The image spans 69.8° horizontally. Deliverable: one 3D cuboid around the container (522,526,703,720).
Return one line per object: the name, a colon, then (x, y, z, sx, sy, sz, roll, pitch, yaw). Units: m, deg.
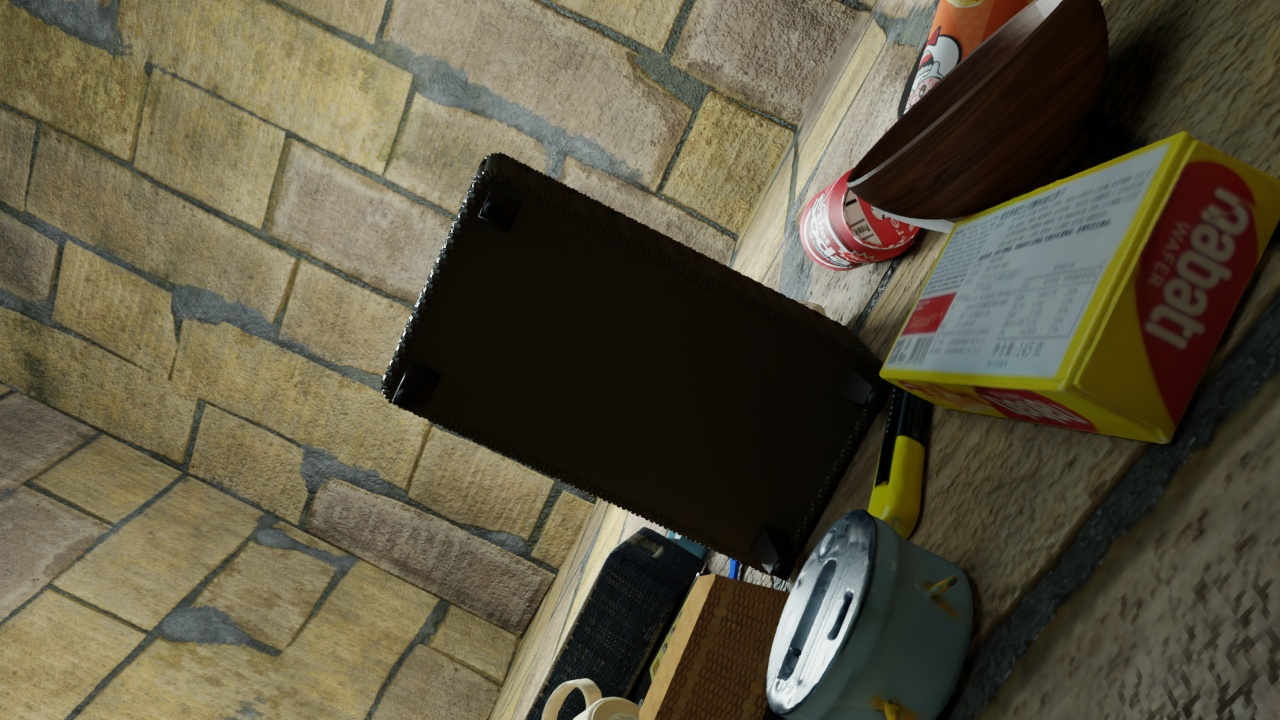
container: (-0.021, 0.254, 0.817, 0.187, 0.071, 0.145, -63, -12, 5)

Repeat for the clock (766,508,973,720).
clock: (0.090, 0.112, 0.384, 0.125, 0.051, 0.088, 121, 174, -77)

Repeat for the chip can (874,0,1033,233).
chip can: (0.209, -0.189, 0.571, 0.062, 0.062, 0.210, -81, 8, -85)

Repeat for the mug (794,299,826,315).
mug: (0.120, -0.020, 0.825, 0.121, 0.097, 0.081, 17, -101, -58)

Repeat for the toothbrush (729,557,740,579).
toothbrush: (0.073, 0.166, 0.724, 0.017, 0.011, 0.186, -62, 2, 33)

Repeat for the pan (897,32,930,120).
pan: (0.277, -0.272, 0.668, 0.248, 0.043, 0.356, -63, 2, -1)

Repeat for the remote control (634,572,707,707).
remote control: (0.028, 0.231, 0.701, 0.058, 0.013, 0.134, -106, 36, -62)

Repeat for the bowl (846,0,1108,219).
bowl: (0.186, -0.119, 0.478, 0.147, 0.069, 0.147, -44, 5, 5)

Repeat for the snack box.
snack box: (0.163, -0.024, 0.380, 0.092, 0.042, 0.200, -64, 1, 0)

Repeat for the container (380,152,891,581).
container: (-0.003, 0.004, 0.631, 0.176, 0.321, 0.205, -63, 8, 8)

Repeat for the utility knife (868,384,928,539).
utility knife: (0.146, 0.030, 0.504, 0.029, 0.020, 0.170, -59, 3, 44)

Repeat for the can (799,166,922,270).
can: (0.178, -0.114, 0.746, 0.074, 0.074, 0.142, -63, 2, 1)

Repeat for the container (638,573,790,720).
container: (0.047, 0.176, 0.520, 0.113, 0.061, 0.063, -64, 2, -18)

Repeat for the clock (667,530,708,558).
clock: (0.053, 0.158, 0.936, 0.088, 0.042, 0.123, -63, 4, 27)

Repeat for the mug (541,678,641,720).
mug: (-0.040, 0.296, 0.689, 0.104, 0.085, 0.111, -58, 44, 27)
